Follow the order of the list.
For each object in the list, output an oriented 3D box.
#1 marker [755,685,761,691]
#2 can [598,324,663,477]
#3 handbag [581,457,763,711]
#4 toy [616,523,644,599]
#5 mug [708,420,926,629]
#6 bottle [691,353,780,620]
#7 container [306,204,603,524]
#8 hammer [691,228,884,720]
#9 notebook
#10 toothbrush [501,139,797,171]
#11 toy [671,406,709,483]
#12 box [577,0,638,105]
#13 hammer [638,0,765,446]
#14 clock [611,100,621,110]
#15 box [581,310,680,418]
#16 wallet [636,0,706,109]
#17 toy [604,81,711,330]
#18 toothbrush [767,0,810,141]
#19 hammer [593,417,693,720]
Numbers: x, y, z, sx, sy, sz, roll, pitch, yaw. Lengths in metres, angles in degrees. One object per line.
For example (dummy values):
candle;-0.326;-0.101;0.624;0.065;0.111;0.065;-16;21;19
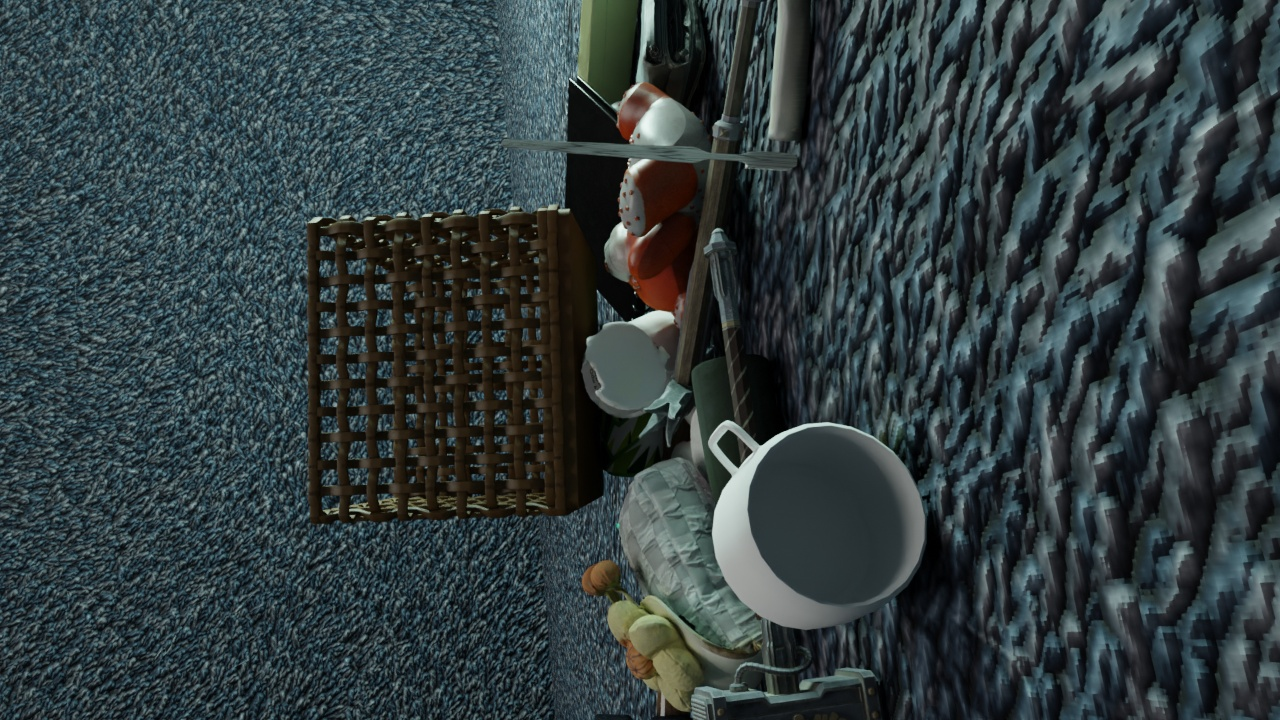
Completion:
marker;0.085;0.235;0.714;0.013;0.013;0.141;102;160;-53
can;0.000;0.035;0.883;0.083;0.083;0.144;-170;77;-78
handbag;0.025;0.167;0.686;0.113;0.123;0.171;94;153;-52
toy;0.014;0.174;0.913;0.193;0.072;0.131;-111;18;-82
mug;0.078;0.076;0.456;0.115;0.094;0.068;45;159;10
bottle;0.073;0.085;0.619;0.055;0.055;0.174;124;140;-72
container;-0.154;0.011;0.837;0.219;0.214;0.251;57;-149;-84
hammer;0.066;0.074;0.534;0.044;0.098;0.321;123;142;-71
notebook;-0.033;-0.162;0.992;0.169;0.019;0.232;49;149;34
toothbrush;0.007;-0.126;0.561;0.010;0.181;0.010;162;110;-82
toy;0.057;0.065;0.731;0.125;0.037;0.076;-166;76;-73
box;-0.031;-0.353;1.028;0.133;0.061;0.188;-73;-7;-48
hammer;0.055;-0.110;0.649;0.146;0.028;0.317;-47;-31;-61
clock;-0.023;-0.232;1.013;0.125;0.044;0.087;132;133;-76
box;-0.003;0.003;0.753;0.159;0.092;0.081;-27;-89;-59
wallet;0.019;-0.245;0.793;0.132;0.054;0.100;109;166;-64
toy;0.013;-0.114;0.728;0.163;0.093;0.173;-97;0;-46
toothbrush;0.089;-0.222;0.529;0.024;0.022;0.186;30;126;54
hammer;0.032;0.175;0.781;0.040;0.129;0.321;72;-161;-67
